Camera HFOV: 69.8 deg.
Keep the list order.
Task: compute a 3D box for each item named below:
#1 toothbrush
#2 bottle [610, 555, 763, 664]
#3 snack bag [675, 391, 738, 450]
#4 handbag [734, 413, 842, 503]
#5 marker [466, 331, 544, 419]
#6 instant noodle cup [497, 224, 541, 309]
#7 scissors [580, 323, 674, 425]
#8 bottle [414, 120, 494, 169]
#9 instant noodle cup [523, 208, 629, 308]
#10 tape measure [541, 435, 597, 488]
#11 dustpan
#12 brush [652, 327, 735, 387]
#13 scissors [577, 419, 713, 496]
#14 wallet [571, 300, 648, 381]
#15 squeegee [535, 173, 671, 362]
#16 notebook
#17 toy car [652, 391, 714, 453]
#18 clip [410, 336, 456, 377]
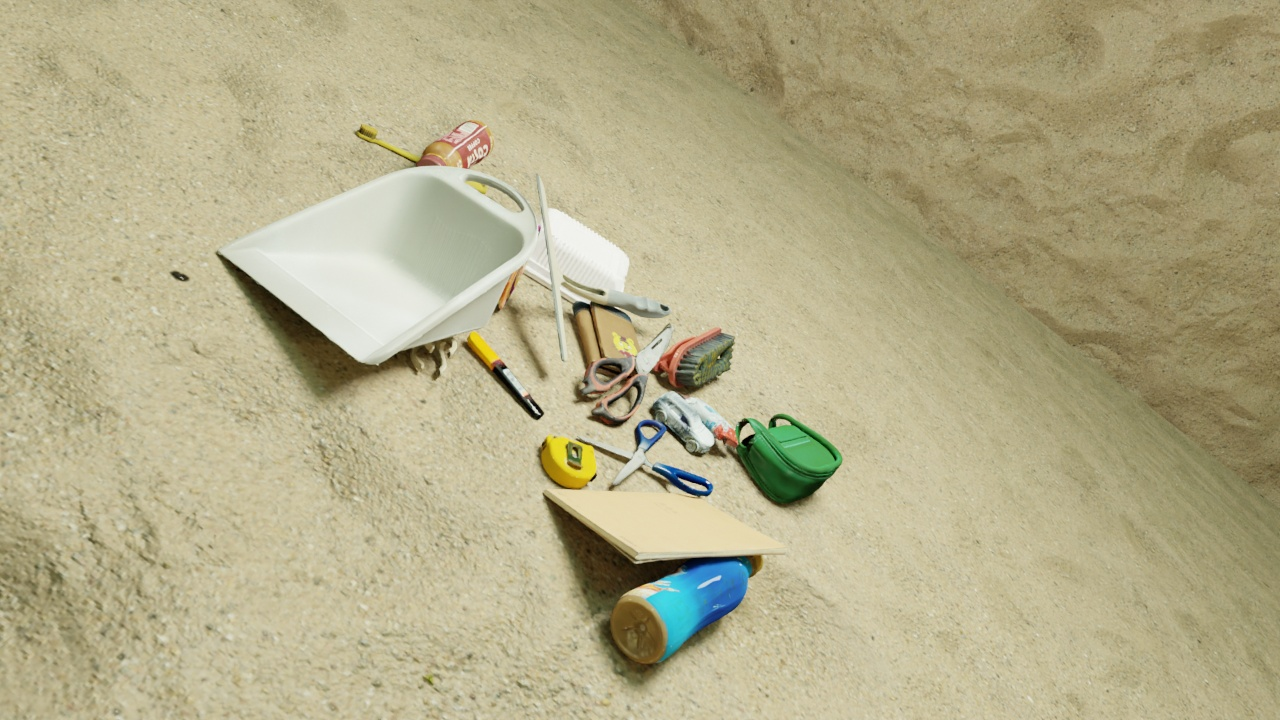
[{"bbox_3d":[-0.296,-0.275,1.260,0.190,0.017,0.015,23,33,-27],"label":"toothbrush"},{"bbox_3d":[0.057,0.222,0.879,0.065,0.065,0.218,49,30,20],"label":"bottle"},{"bbox_3d":[0.086,0.073,1.166,0.045,0.026,0.105,26,15,-49],"label":"snack bag"},{"bbox_3d":[0.188,0.119,1.184,0.120,0.068,0.131,49,29,22],"label":"handbag"},{"bbox_3d":[-0.148,0.017,1.002,0.124,0.015,0.018,47,31,12],"label":"marker"},{"bbox_3d":[-0.184,-0.133,1.091,0.099,0.112,0.111,27,29,-5],"label":"instant noodle cup"},{"bbox_3d":[-0.012,-0.003,1.131,0.176,0.015,0.209,23,48,-31],"label":"scissors"},{"bbox_3d":[-0.252,-0.277,1.238,0.057,0.058,0.174,35,29,-6],"label":"bottle"},{"bbox_3d":[-0.088,-0.141,1.260,0.173,0.060,0.137,32,28,-14],"label":"instant noodle cup"},{"bbox_3d":[-0.072,0.103,0.946,0.060,0.029,0.057,22,33,-28],"label":"tape measure"},{"bbox_3d":[-0.237,-0.123,0.935,0.223,0.143,0.257,33,20,22],"label":"dustpan"},{"bbox_3d":[0.070,-0.002,1.244,0.069,0.063,0.145,15,21,25],"label":"brush"},{"bbox_3d":[0.008,0.109,1.039,0.176,0.012,0.162,26,26,-10],"label":"scissors"},{"bbox_3d":[-0.039,-0.025,1.175,0.090,0.033,0.115,20,36,-32],"label":"wallet"},{"bbox_3d":[-0.046,-0.087,1.174,0.246,0.039,0.246,16,58,-50],"label":"squeegee"},{"bbox_3d":[0.026,0.163,0.922,0.211,0.012,0.150,9,10,-42],"label":"notebook"},{"bbox_3d":[0.055,0.076,1.131,0.090,0.034,0.042,45,26,9],"label":"toy car"},{"bbox_3d":[-0.221,-0.026,0.962,0.076,0.035,0.100,19,28,-29],"label":"clip"}]
